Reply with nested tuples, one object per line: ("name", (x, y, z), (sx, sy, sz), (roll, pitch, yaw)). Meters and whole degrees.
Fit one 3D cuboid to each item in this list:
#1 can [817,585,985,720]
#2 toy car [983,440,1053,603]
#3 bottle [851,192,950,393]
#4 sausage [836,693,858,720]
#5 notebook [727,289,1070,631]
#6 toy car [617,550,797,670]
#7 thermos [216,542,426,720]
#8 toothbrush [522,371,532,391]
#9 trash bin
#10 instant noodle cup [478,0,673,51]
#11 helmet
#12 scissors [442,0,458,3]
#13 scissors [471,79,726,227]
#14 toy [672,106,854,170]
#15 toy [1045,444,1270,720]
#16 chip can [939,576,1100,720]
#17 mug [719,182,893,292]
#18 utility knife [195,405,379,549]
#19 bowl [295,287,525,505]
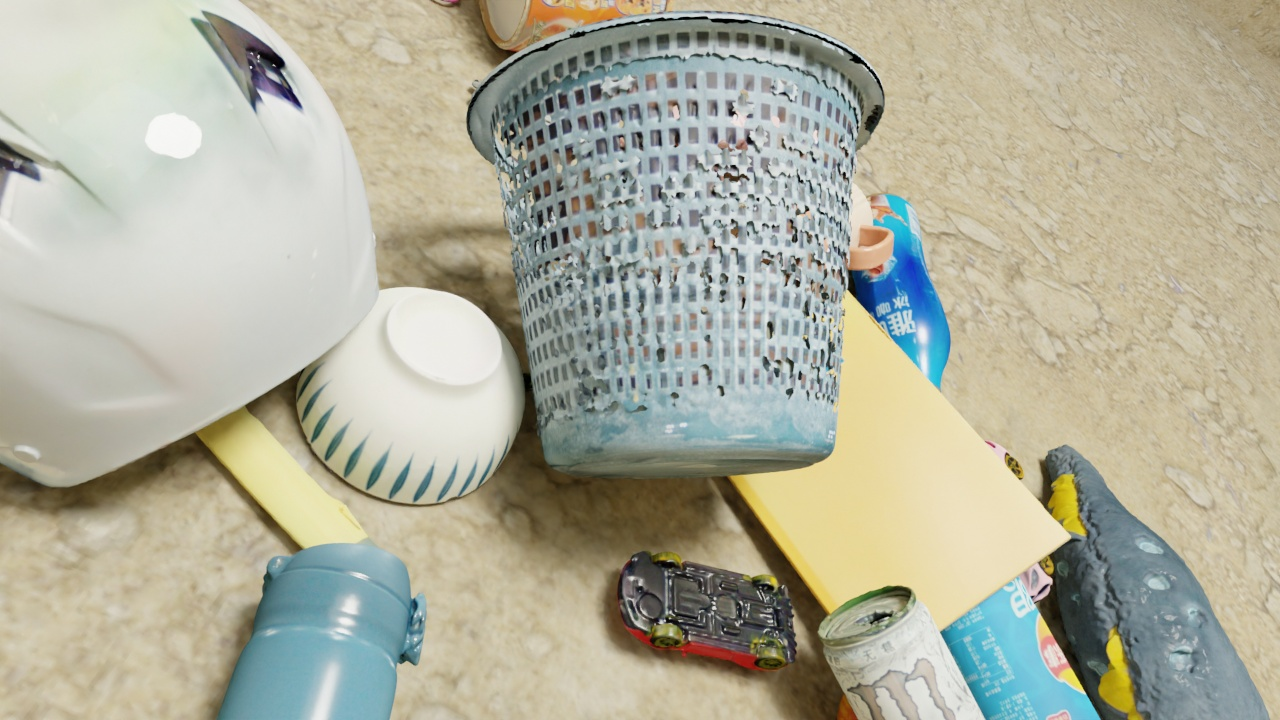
("can", (0.148, 0.193, 0.469), (0.058, 0.058, 0.146), (-27, 90, -44))
("toy car", (0.239, 0.111, 0.626), (0.037, 0.056, 0.122), (19, 47, -25))
("bottle", (0.203, -0.038, 0.719), (0.065, 0.065, 0.218), (17, 48, -22))
("sausage", (0.101, 0.233, 0.457), (0.021, 0.022, 0.164), (32, 44, -8))
("notebook", (0.134, 0.063, 0.559), (0.145, 0.010, 0.206), (-31, 65, -12))
("toy car", (0.035, 0.134, 0.487), (0.106, 0.031, 0.049), (19, 46, -22))
("thermos", (-0.129, 0.169, 0.324), (0.070, 0.070, 0.220), (21, 46, -18))
("toothbrush", (-0.004, 0.003, 0.584), (0.185, 0.012, 0.017), (-11, 73, -39))
("trash bin", (0.020, -0.038, 0.490), (0.226, 0.227, 0.195), (5, 77, -31))
("instant noodle cup", (-0.055, -0.301, 0.710), (0.111, 0.152, 0.151), (-7, 59, -28))
("helmet", (-0.239, -0.093, 0.382), (0.258, 0.146, 0.228), (41, 51, 15))
("scissors", (-0.188, -0.327, 0.731), (0.133, 0.017, 0.135), (-31, 77, -40))
("scissors", (-0.025, -0.153, 0.695), (0.206, 0.015, 0.193), (-17, 67, -41))
("toy", (0.099, -0.183, 0.759), (0.159, 0.054, 0.121), (8, 18, -21))
("toy", (0.344, 0.199, 0.610), (0.137, 0.092, 0.355), (33, 36, -49))
("chip can", (0.196, 0.139, 0.563), (0.071, 0.071, 0.210), (-2, 56, -35))
("mug", (0.132, -0.091, 0.685), (0.115, 0.082, 0.105), (12, 28, 33))
("utility knife", (-0.181, 0.041, 0.430), (0.162, 0.018, 0.030), (48, 40, 7))
("bowl", (-0.110, 0.007, 0.469), (0.116, 0.066, 0.116), (18, 47, -21))
